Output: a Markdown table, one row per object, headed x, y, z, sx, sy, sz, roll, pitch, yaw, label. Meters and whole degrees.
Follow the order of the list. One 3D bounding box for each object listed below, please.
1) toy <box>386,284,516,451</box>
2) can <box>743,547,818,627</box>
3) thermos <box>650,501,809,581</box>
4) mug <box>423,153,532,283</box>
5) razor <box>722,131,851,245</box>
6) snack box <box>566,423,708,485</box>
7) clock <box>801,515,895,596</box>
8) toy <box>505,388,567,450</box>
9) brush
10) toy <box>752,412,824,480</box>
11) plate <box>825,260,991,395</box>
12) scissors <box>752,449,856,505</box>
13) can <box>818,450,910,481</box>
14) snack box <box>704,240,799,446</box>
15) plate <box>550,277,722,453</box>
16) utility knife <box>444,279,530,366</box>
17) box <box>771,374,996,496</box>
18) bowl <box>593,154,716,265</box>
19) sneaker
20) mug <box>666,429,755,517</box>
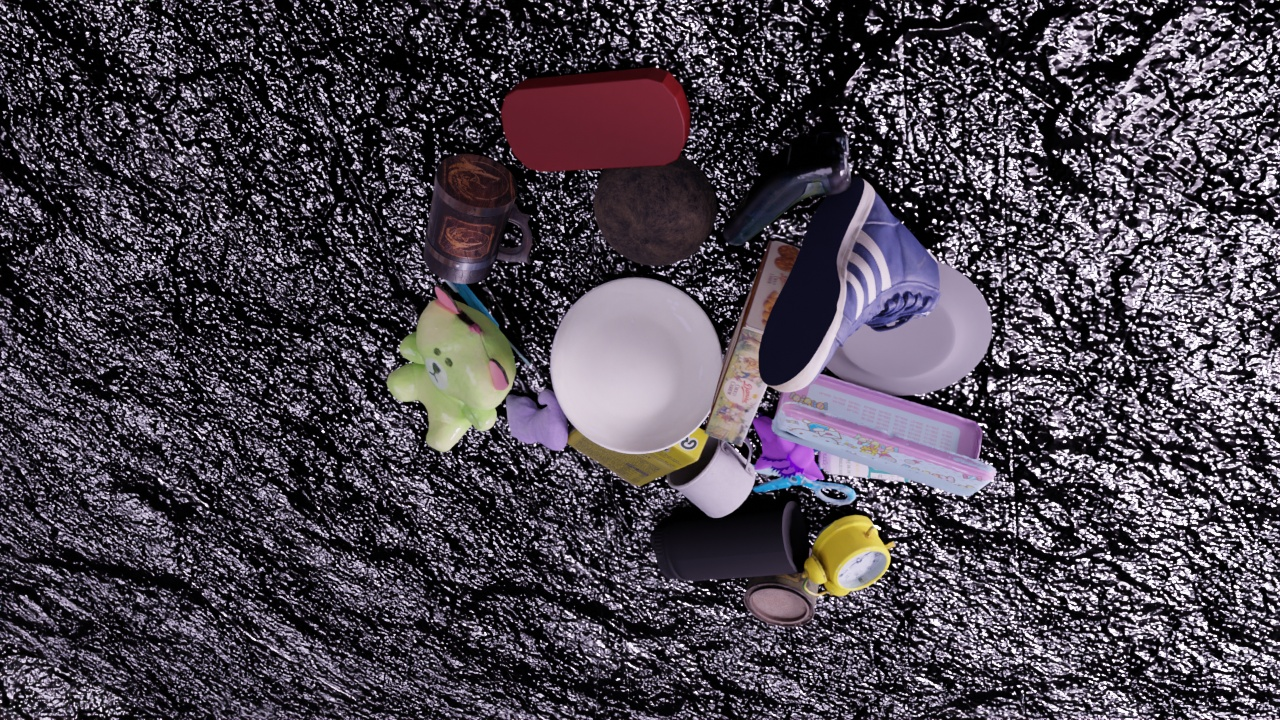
| x | y | z | sx | sy | sz | roll | pitch | yaw | label |
| --- | --- | --- | --- | --- | --- | --- | --- | --- | --- |
| -0.209 | 0.009 | 1.061 | 0.150 | 0.107 | 0.197 | 52 | 130 | 2 | toy |
| 0.183 | 0.287 | 1.180 | 0.090 | 0.074 | 0.090 | 11 | 133 | 12 | can |
| 0.102 | 0.230 | 1.152 | 0.199 | 0.085 | 0.086 | -12 | 125 | 29 | thermos |
| -0.159 | -0.140 | 0.937 | 0.115 | 0.079 | 0.107 | 5 | 139 | -20 | mug |
| 0.132 | -0.148 | 0.832 | 0.067 | 0.053 | 0.152 | 29 | 139 | -18 | razor |
| -0.011 | 0.088 | 1.068 | 0.121 | 0.045 | 0.181 | 31 | 155 | -9 | snack box |
| 0.243 | 0.240 | 1.101 | 0.119 | 0.057 | 0.083 | -43 | 128 | 13 | clock |
| -0.126 | 0.069 | 1.120 | 0.100 | 0.036 | 0.080 | 13 | 114 | 39 | toy |
| -0.039 | -0.221 | 0.834 | 0.174 | 0.041 | 0.082 | 1 | 130 | 20 | brush |
| 0.159 | 0.102 | 1.006 | 0.106 | 0.055 | 0.088 | 44 | 168 | -12 | toy |
| 0.254 | -0.029 | 0.914 | 0.178 | 0.012 | 0.179 | 11 | 133 | 12 | plate |
| 0.187 | 0.130 | 1.084 | 0.140 | 0.013 | 0.118 | 11 | 133 | 14 | scissors |
| 0.249 | 0.101 | 1.002 | 0.102 | 0.054 | 0.055 | 4 | 131 | 18 | can |
| 0.111 | -0.017 | 0.888 | 0.041 | 0.142 | 0.147 | 19 | 134 | 3 | snack box |
| -0.006 | 0.006 | 0.961 | 0.182 | 0.182 | 0.034 | 33 | 172 | -10 | plate |
| -0.180 | -0.050 | 1.060 | 0.022 | 0.015 | 0.167 | 3 | 137 | 51 | utility knife |
| 0.246 | 0.062 | 0.926 | 0.214 | 0.090 | 0.091 | 17 | 155 | 6 | box |
| 0.008 | -0.137 | 0.881 | 0.121 | 0.056 | 0.121 | 11 | 133 | 12 | bowl |
| 0.188 | -0.037 | 0.789 | 0.118 | 0.232 | 0.092 | 37 | 143 | -21 | sneaker |
| 0.093 | 0.126 | 1.067 | 0.070 | 0.084 | 0.113 | 42 | 127 | -20 | mug |
